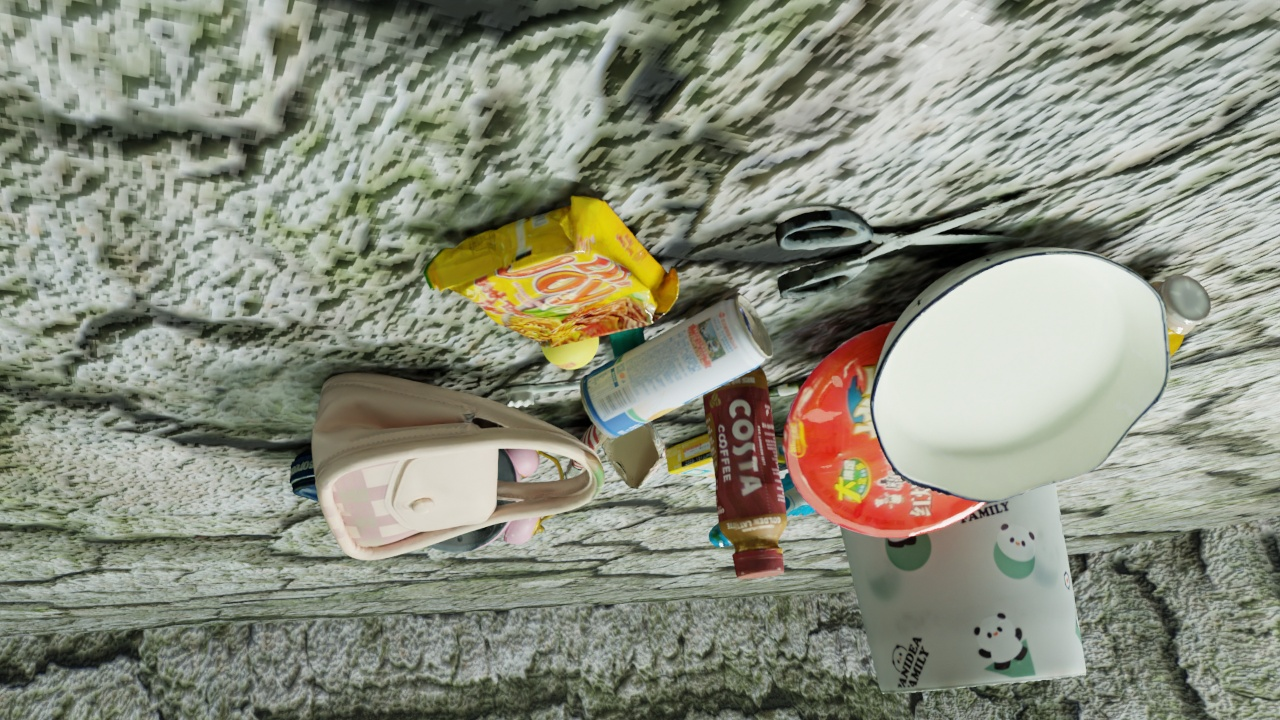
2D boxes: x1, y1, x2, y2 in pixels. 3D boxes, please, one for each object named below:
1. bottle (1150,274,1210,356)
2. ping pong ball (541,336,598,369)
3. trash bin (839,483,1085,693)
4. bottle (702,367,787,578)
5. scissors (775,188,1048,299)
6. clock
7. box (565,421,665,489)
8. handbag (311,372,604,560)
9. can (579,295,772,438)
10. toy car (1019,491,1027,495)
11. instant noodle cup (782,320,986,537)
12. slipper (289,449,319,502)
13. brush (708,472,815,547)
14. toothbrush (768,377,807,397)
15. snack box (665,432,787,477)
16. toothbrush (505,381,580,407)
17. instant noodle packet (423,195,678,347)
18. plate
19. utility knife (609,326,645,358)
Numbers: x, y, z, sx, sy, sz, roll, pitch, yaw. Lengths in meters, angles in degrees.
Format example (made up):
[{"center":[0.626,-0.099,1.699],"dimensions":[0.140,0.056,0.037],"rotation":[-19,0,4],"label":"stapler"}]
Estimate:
[{"center":[0.359,-0.011,0.720],"dimensions":[0.068,0.068,0.190],"rotation":[-1,160,-13],"label":"bottle"},{"center":[-0.049,-0.014,0.635],"dimensions":[0.040,0.040,0.040],"rotation":[-5,161,-2],"label":"ping pong ball"},{"center":[0.304,0.183,0.891],"dimensions":[0.229,0.251,0.230],"rotation":[-5,160,-2],"label":"trash bin"},{"center":[0.089,0.094,0.775],"dimensions":[0.057,0.174,0.057],"rotation":[-5,160,-2],"label":"bottle"},{"center":[0.157,-0.072,0.573],"dimensions":[0.180,0.014,0.160],"rotation":[4,158,-28],"label":"scissors"},{"center":[-0.152,0.124,0.887],"dimensions":[0.158,0.117,0.060],"rotation":[-5,171,5],"label":"clock"},{"center":[-0.034,0.097,0.899],"dimensions":[0.087,0.076,0.163],"rotation":[-29,169,-18],"label":"box"},{"center":[-0.147,0.094,0.772],"dimensions":[0.234,0.093,0.194],"rotation":[0,148,-9],"label":"handbag"},{"center":[0.025,0.005,0.658],"dimensions":[0.135,0.053,0.053],"rotation":[-28,153,22],"label":"can"},{"center":[0.278,0.060,0.796],"dimensions":[0.156,0.071,0.041],"rotation":[29,175,21],"label":"toy car"},{"center":[0.206,0.046,0.734],"dimensions":[0.194,0.194,0.065],"rotation":[-7,-156,2],"label":"instant noodle cup"},{"center":[-0.250,0.151,0.967],"dimensions":[0.105,0.095,0.252],"rotation":[-15,155,31],"label":"slipper"},{"center":[0.168,0.150,1.006],"dimensions":[0.313,0.060,0.110],"rotation":[-18,168,-34],"label":"brush"},{"center":[0.142,0.027,0.839],"dimensions":[0.186,0.017,0.012],"rotation":[-18,170,29],"label":"toothbrush"},{"center":[0.108,0.108,1.036],"dimensions":[0.140,0.033,0.087],"rotation":[12,153,-38],"label":"snack box"},{"center":[-0.025,0.022,0.778],"dimensions":[0.180,0.016,0.016],"rotation":[-7,158,2],"label":"toothbrush"},{"center":[-0.047,-0.047,0.542],"dimensions":[0.111,0.044,0.128],"rotation":[-18,157,20],"label":"instant noodle packet"},{"center":[0.260,0.009,0.645],"dimensions":[0.205,0.045,0.205],"rotation":[-1,124,-2],"label":"plate"},{"center":[-0.004,0.004,0.719],"dimensions":[0.029,0.013,0.222],"rotation":[-10,156,0],"label":"utility knife"}]
